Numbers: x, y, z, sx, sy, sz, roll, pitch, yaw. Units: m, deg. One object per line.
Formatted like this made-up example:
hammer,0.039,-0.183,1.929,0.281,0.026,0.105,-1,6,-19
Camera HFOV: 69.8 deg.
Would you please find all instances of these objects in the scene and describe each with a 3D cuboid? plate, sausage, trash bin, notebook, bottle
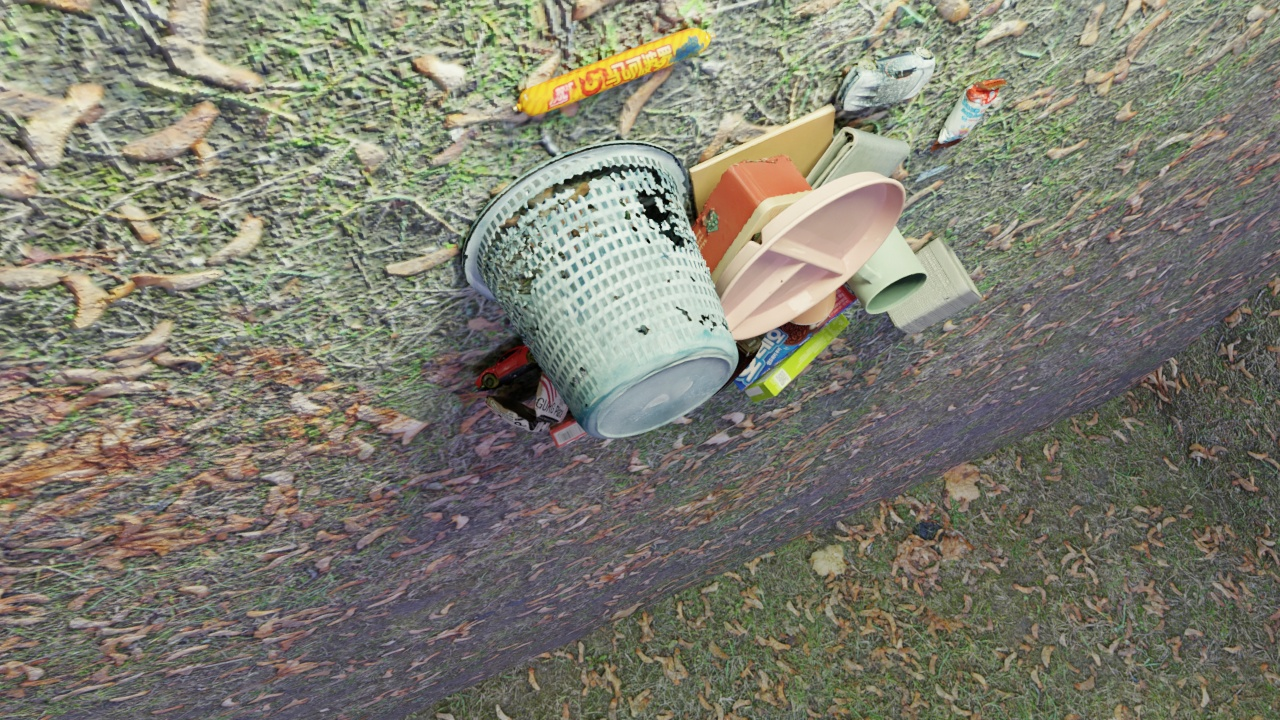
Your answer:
plate,0.162,-0.103,0.913,0.229,0.028,0.230,-29,158,-13
sausage,-0.019,-0.215,0.682,0.165,0.021,0.021,-23,157,-8
trash bin,-0.019,-0.047,0.818,0.226,0.195,0.227,-23,157,-11
notebook,0.127,-0.169,0.953,0.149,0.012,0.211,-25,157,-2
bottle,0.077,0.014,1.200,0.043,0.080,0.195,-37,172,-45

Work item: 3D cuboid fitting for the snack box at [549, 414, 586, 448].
snack box,-0.077,0.080,1.169,0.075,0.025,0.153,-26,-179,-5

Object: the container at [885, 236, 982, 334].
container,0.402,-0.100,1.295,0.114,0.090,0.090,-34,156,24

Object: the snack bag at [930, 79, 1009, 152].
snack bag,0.344,-0.260,0.969,0.045,0.026,0.105,-21,159,-20

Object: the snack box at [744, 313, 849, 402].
snack box,0.219,-0.004,1.288,0.156,0.026,0.086,-42,-179,-16

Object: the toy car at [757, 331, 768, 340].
toy car,0.141,-0.043,1.191,0.032,0.048,0.105,-44,174,-43

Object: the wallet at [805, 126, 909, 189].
wallet,0.218,-0.186,0.951,0.129,0.037,0.107,-9,142,-52

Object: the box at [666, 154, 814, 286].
box,0.094,-0.127,0.911,0.091,0.078,0.169,-17,154,-37

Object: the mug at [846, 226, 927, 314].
mug,0.268,-0.122,1.078,0.082,0.106,0.111,-40,154,30

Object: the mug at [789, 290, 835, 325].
mug,0.195,-0.101,1.077,0.078,0.078,0.123,-25,159,-4

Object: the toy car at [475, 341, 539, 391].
toy car,-0.136,0.004,1.007,0.106,0.031,0.049,-30,171,18

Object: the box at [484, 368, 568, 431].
box,-0.118,0.040,1.058,0.087,0.076,0.162,-56,172,-3

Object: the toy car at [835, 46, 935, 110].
toy car,0.229,-0.257,0.847,0.105,0.031,0.049,-18,157,-21

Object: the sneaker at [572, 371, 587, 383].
sneaker,-0.006,0.006,1.086,0.118,0.088,0.240,-44,177,12

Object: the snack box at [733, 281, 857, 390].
snack box,0.196,-0.041,1.220,0.208,0.058,0.057,-42,174,32
